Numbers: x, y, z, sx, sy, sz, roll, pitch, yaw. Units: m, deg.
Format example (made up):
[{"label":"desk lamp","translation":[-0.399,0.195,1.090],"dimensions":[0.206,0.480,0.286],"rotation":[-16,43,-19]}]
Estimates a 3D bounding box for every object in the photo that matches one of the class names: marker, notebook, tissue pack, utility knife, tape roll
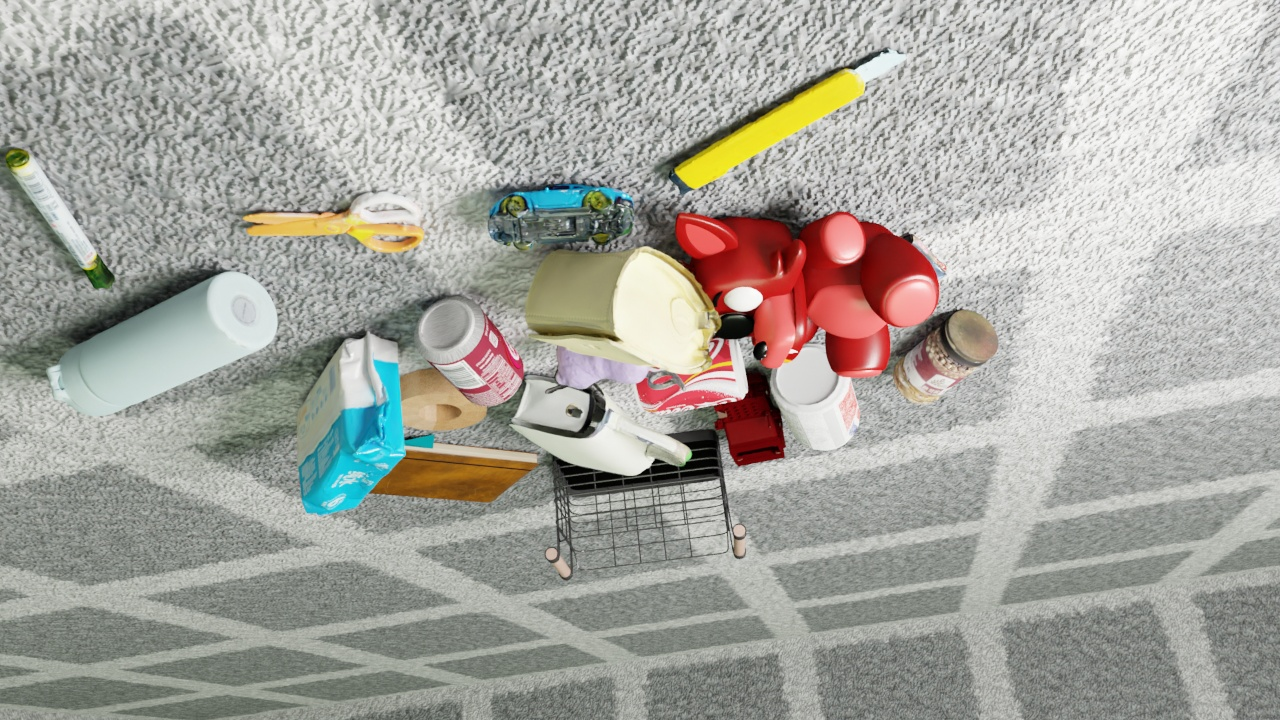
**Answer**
[{"label":"marker","translation":[-0.396,-0.093,0.631],"dimensions":[0.017,0.017,0.147],"rotation":[-1,153,-10]},{"label":"notebook","translation":[-0.267,0.132,1.116],"dimensions":[0.249,0.014,0.179],"rotation":[10,150,-29]},{"label":"tissue pack","translation":[-0.273,0.063,0.863],"dimensions":[0.066,0.117,0.210],"rotation":[3,153,-31]},{"label":"utility knife","translation":[0.094,-0.156,0.610],"dimensions":[0.176,0.017,0.030],"rotation":[-22,155,30]},{"label":"tape roll","translation":[-0.203,0.041,0.930],"dimensions":[0.094,0.027,0.094],"rotation":[-5,154,-3]}]

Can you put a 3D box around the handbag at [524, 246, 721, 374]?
[{"label":"handbag","translation":[-0.011,-0.035,0.706],"dimensions":[0.111,0.081,0.119],"rotation":[27,168,-38]}]

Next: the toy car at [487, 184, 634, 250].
[{"label":"toy car","translation":[-0.057,-0.106,0.660],"dimensions":[0.105,0.032,0.048],"rotation":[-6,155,-4]}]

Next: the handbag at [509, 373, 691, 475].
[{"label":"handbag","translation":[-0.026,0.069,0.940],"dimensions":[0.176,0.074,0.151],"rotation":[10,163,27]}]

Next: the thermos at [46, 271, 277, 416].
[{"label":"thermos","translation":[-0.392,-0.009,0.748],"dimensions":[0.207,0.065,0.077],"rotation":[-19,177,25]}]

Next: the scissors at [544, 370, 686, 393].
[{"label":"scissors","translation":[-0.011,0.011,0.839],"dimensions":[0.141,0.014,0.172],"rotation":[-26,-157,-17]}]

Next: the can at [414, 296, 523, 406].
[{"label":"can","translation":[-0.148,-0.006,0.809],"dimensions":[0.063,0.063,0.114],"rotation":[-11,153,10]}]

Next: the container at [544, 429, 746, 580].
[{"label":"container","translation":[0.005,0.188,1.157],"dimensions":[0.241,0.130,0.163],"rotation":[-8,154,3]}]

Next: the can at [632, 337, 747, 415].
[{"label":"can","translation":[0.048,0.016,0.893],"dimensions":[0.105,0.064,0.064],"rotation":[-11,153,10]}]

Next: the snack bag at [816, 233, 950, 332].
[{"label":"snack bag","translation":[0.188,-0.064,0.819],"dimensions":[0.156,0.018,0.074],"rotation":[-26,147,31]}]

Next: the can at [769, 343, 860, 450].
[{"label":"can","translation":[0.186,0.042,0.962],"dimensions":[0.078,0.078,0.136],"rotation":[-13,153,14]}]

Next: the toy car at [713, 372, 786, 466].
[{"label":"toy car","translation":[0.124,0.073,1.029],"dimensions":[0.070,0.061,0.170],"rotation":[-12,153,12]}]

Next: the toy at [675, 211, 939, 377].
[{"label":"toy","translation":[0.115,-0.054,0.722],"dimensions":[0.197,0.120,0.159],"rotation":[5,156,-4]}]

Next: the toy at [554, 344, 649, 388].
[{"label":"toy","translation":[-0.033,-0.015,0.814],"dimensions":[0.100,0.080,0.036],"rotation":[0,175,30]}]

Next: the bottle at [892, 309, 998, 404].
[{"label":"bottle","translation":[0.305,-0.001,0.924],"dimensions":[0.056,0.056,0.105],"rotation":[3,153,-17]}]

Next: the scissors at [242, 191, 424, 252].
[{"label":"scissors","translation":[-0.221,-0.102,0.656],"dimensions":[0.131,0.012,0.074],"rotation":[1,152,-17]}]
